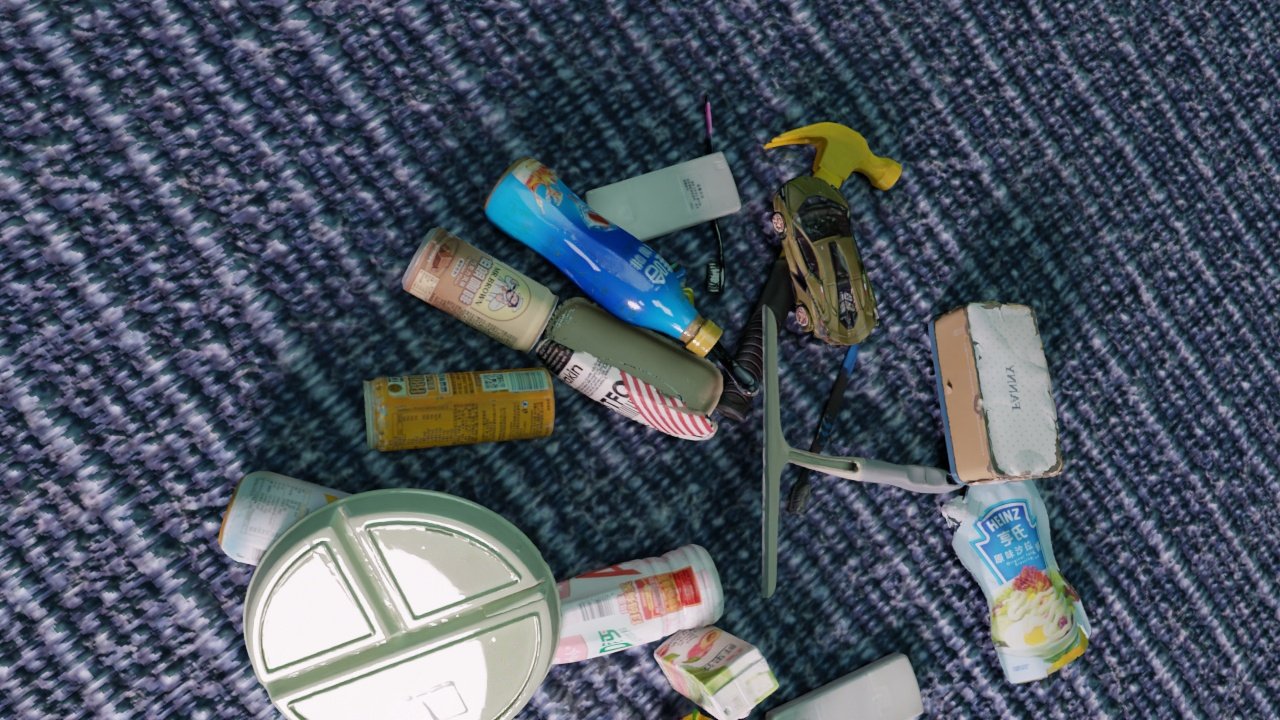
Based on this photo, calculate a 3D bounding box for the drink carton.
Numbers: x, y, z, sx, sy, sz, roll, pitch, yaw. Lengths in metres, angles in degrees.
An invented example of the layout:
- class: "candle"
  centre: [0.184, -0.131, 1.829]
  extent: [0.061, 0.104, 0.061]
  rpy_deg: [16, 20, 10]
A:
- class: "drink carton"
  centre: [0.059, 0.248, 0.735]
  extent: [0.053, 0.123, 0.045]
  rpy_deg: [-31, 95, -18]

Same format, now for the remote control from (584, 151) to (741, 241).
- class: "remote control"
  centre: [0.019, -0.140, 0.810]
  extent: [0.135, 0.019, 0.056]
  rpy_deg: [-19, 89, -10]

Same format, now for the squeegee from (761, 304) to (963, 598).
- class: "squeegee"
  centre: [0.195, 0.095, 0.827]
  extent: [0.246, 0.039, 0.246]
  rpy_deg: [12, 70, -29]

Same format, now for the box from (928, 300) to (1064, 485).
- class: "box"
  centre: [0.332, 0.024, 0.864]
  extent: [0.089, 0.063, 0.184]
  rpy_deg: [2, 74, -17]

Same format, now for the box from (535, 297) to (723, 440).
- class: "box"
  centre: [-0.004, 0.004, 0.767]
  extent: [0.162, 0.076, 0.086]
  rpy_deg: [24, 65, -6]

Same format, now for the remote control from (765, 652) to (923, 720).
- class: "remote control"
  centre: [0.182, 0.314, 0.817]
  extent: [0.149, 0.021, 0.058]
  rpy_deg: [-17, 89, -18]

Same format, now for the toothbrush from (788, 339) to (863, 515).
- class: "toothbrush"
  centre: [0.174, 0.055, 0.846]
  extent: [0.014, 0.016, 0.189]
  rpy_deg: [28, 76, -18]

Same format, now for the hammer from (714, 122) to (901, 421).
- class: "hammer"
  centre: [0.136, -0.086, 0.841]
  extent: [0.128, 0.033, 0.300]
  rpy_deg: [27, 77, -12]

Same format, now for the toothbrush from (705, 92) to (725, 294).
- class: "toothbrush"
  centre: [0.063, -0.153, 0.836]
  extent: [0.017, 0.014, 0.189]
  rpy_deg: [-3, 85, -8]

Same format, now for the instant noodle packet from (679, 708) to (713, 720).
- class: "instant noodle packet"
  centre: [0.065, 0.336, 0.745]
  extent: [0.128, 0.111, 0.044]
  rpy_deg: [31, 41, -9]

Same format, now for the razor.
- class: "razor"
  centre: [0.057, -0.023, 0.796]
  extent: [0.042, 0.022, 0.142]
  rpy_deg: [-34, 69, -11]

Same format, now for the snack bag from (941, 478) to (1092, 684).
- class: "snack bag"
  centre: [0.359, 0.200, 0.876]
  extent: [0.110, 0.039, 0.191]
  rpy_deg: [-21, 89, -11]

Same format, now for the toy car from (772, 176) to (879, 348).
- class: "toy car"
  centre: [0.163, -0.089, 0.812]
  extent: [0.070, 0.042, 0.158]
  rpy_deg: [-16, 87, -19]

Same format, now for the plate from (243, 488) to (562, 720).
- class: "plate"
  centre: [-0.172, 0.200, 0.669]
  extent: [0.230, 0.027, 0.230]
  rpy_deg: [-2, 110, -6]

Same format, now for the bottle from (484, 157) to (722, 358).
- class: "bottle"
  centre: [-0.027, -0.079, 0.759]
  extent: [0.218, 0.065, 0.065]
  rpy_deg: [38, 75, -1]

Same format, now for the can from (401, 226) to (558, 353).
- class: "can"
  centre: [-0.130, -0.056, 0.744]
  extent: [0.116, 0.059, 0.058]
  rpy_deg: [30, 77, -12]

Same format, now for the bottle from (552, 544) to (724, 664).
- class: "bottle"
  centre: [-0.033, 0.205, 0.744]
  extent: [0.196, 0.068, 0.068]
  rpy_deg: [-13, 88, -14]

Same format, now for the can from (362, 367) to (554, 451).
- class: "can"
  centre: [-0.143, 0.038, 0.730]
  extent: [0.146, 0.058, 0.058]
  rpy_deg: [-3, 85, -17]

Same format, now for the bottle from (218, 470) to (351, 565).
- class: "bottle"
  centre: [-0.213, 0.138, 0.693]
  extent: [0.189, 0.068, 0.068]
  rpy_deg: [19, 79, -14]
